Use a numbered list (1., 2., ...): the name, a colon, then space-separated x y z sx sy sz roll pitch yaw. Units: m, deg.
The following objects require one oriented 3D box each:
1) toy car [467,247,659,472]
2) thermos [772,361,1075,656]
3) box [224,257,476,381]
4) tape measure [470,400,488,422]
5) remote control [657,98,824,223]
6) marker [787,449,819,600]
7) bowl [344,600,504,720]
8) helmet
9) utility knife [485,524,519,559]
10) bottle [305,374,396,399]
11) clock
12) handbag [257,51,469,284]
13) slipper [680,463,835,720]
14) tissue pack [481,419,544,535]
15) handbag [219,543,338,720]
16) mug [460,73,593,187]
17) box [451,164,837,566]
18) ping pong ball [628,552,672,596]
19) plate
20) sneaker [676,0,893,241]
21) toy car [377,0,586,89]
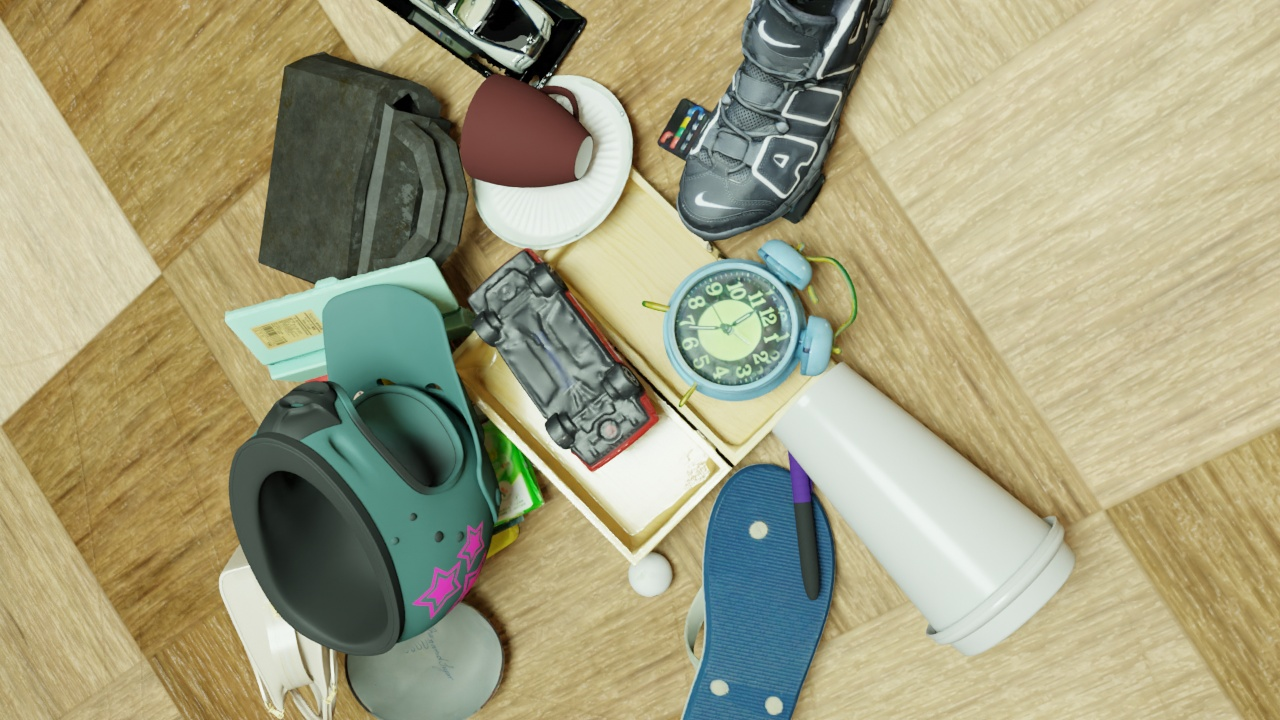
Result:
1. toy car: -0.067 -0.003 0.761 0.082 0.056 0.189 -39 79 9
2. thermos: 0.211 0.107 0.717 0.222 0.131 0.132 46 111 14
3. box: -0.248 -0.028 0.816 0.187 0.139 0.052 -16 72 4
4. tape measure: -0.154 0.025 0.875 0.060 0.020 0.062 -27 91 21
5. remote control: 0.082 -0.165 0.758 0.140 0.021 0.045 33 99 15
6. marker: 0.139 0.134 0.773 0.015 0.018 0.134 -15 79 58
7. bowl: -0.212 0.288 0.913 0.150 0.056 0.151 -2 103 -8
8. helmet: -0.215 0.092 0.763 0.177 0.199 0.275 4 121 19
9. utility knife: -0.190 0.206 0.922 0.173 0.020 0.029 -34 85 20
10. bottle: -0.267 0.045 0.903 0.134 0.048 0.072 37 110 10
11. clock: 0.090 -0.031 0.728 0.162 0.060 0.118 -23 86 7
12. handbag: -0.230 -0.155 0.823 0.199 0.102 0.197 24 108 30
13. slipper: 0.096 0.238 0.801 0.118 0.060 0.294 13 87 4
14. tissue pack: -0.149 0.115 0.874 0.114 0.034 0.099 -27 76 19
15. handbag: -0.328 0.260 0.895 0.101 0.195 0.198 -13 99 -11
16. mug: -0.081 -0.188 0.754 0.088 0.113 0.087 20 146 12
17. box: -0.006 0.005 0.798 0.247 0.068 0.254 45 105 5
18. ping pong ball: 0.009 0.196 0.840 0.040 0.040 0.040 4 101 18
19. plate: -0.077 -0.170 0.792 0.157 0.014 0.157 -4 79 22
20. sneaker: 0.099 -0.203 0.663 0.097 0.150 0.253 30 98 14
21. toy car: -0.152 -0.310 0.780 0.192 0.071 0.094 38 101 8
